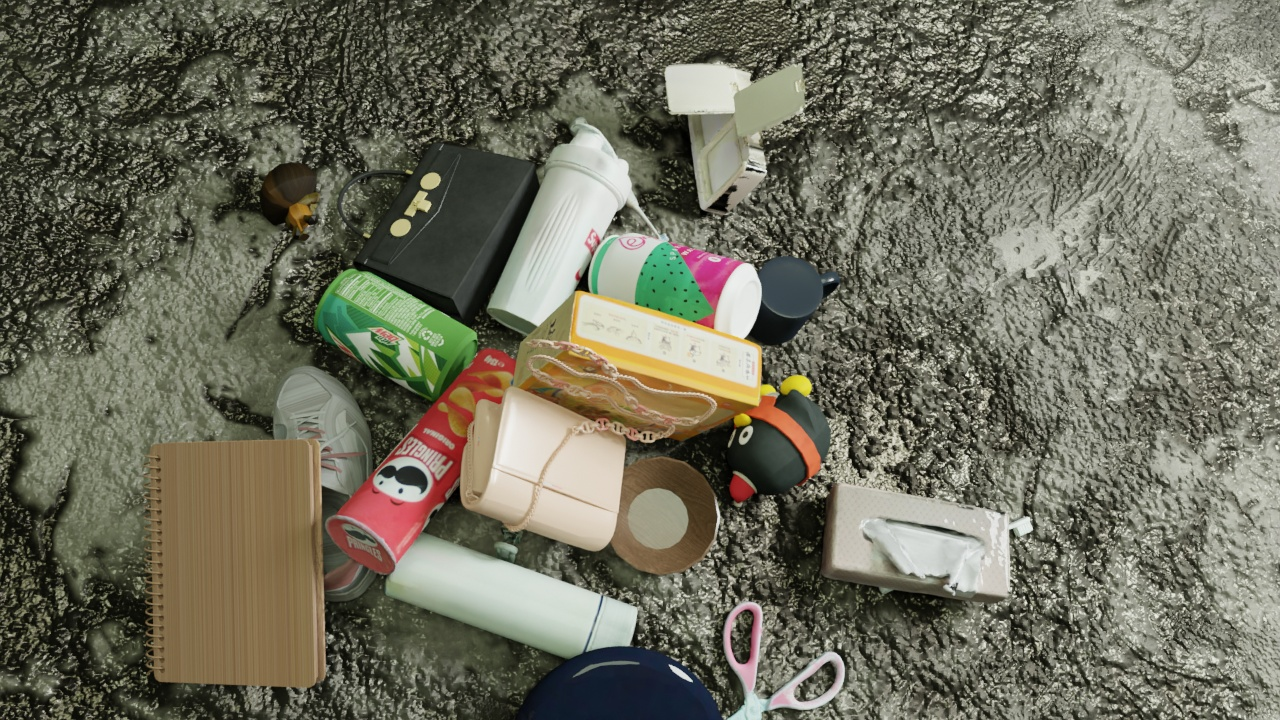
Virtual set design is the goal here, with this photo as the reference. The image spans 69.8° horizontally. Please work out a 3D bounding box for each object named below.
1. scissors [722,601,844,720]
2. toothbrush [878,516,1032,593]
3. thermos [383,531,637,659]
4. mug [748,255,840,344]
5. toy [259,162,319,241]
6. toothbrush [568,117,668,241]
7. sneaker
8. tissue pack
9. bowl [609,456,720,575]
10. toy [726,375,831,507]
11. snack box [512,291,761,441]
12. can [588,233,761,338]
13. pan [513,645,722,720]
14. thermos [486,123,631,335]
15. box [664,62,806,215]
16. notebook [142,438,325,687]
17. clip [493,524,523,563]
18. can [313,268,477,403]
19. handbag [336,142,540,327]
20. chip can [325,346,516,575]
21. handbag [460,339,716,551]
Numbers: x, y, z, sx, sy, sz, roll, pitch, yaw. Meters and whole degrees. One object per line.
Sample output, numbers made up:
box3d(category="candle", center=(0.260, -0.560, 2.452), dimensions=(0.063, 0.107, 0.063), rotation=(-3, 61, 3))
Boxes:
box3d(category="scissors", center=(0.128, 0.324, 0.880), dimensions=(0.158, 0.014, 0.172), rotation=(9, 69, -4))
box3d(category="toothbrush", center=(0.328, 0.203, 0.949), dimensions=(0.186, 0.012, 0.017), rotation=(-20, 78, -14))
box3d(category="thermos", center=(-0.119, 0.225, 0.855), dimensions=(0.230, 0.068, 0.067), rotation=(20, 69, -1))
box3d(category="mug", center=(0.166, -0.069, 0.989), dimensions=(0.105, 0.078, 0.071), rotation=(-19, 74, -14))
box3d(category="toy", center=(-0.363, -0.162, 0.964), dimensions=(0.076, 0.062, 0.100), rotation=(-42, 61, 17))
box3d(category="toothbrush", center=(-0.024, -0.201, 1.042), dimensions=(0.024, 0.022, 0.185), rotation=(-35, 76, 0))
box3d(category="sneaker", center=(-0.302, 0.105, 0.861), dimensions=(0.099, 0.090, 0.236), rotation=(-14, 73, -12))
box3d(category="tissue pack", center=(0.277, 0.185, 0.912), dimensions=(0.181, 0.071, 0.103), rotation=(12, 62, -1))
box3d(category="bowl", center=(0.019, 0.156, 0.916), dimensions=(0.118, 0.030, 0.117), rotation=(2, 70, -6))
box3d(category="toy", center=(0.133, 0.087, 0.920), dimensions=(0.119, 0.098, 0.099), rotation=(-42, 98, -27))
box3d(category="snack box", center=(-0.005, 0.005, 0.878), dimensions=(0.195, 0.145, 0.080), rotation=(16, 65, -23))
box3d(category="can", center=(0.035, -0.074, 0.943), dimensions=(0.166, 0.088, 0.088), rotation=(19, 67, 27))
box3d(category="pan", center=(0.052, 0.385, 0.822), dimensions=(0.356, 0.021, 0.198), rotation=(23, 87, -8))
box3d(category="thermos", center=(-0.084, -0.133, 0.976), dimensions=(0.099, 0.099, 0.220), rotation=(24, 77, 1))
box3d(category="box", center=(0.087, -0.268, 0.975), dimensions=(0.101, 0.195, 0.143), rotation=(7, 63, -28))
box3d(category="notebook", center=(-0.361, 0.176, 0.807), dimensions=(0.169, 0.022, 0.210), rotation=(-2, 88, 12))
box3d(category="clip", center=(-0.125, 0.174, 0.867), dimensions=(0.023, 0.076, 0.047), rotation=(16, 68, -2))
box3d(category="can", center=(-0.244, -0.026, 0.918), dimensions=(0.144, 0.083, 0.083), rotation=(29, 69, 4))
box3d(category="handbag", center=(-0.235, -0.155, 0.987), dimensions=(0.196, 0.072, 0.175), rotation=(22, 69, 12))
box3d(category="chip can", center=(-0.189, 0.086, 0.858), dimensions=(0.073, 0.073, 0.232), rotation=(32, 51, 4))
box3d(category="handbag", center=(-0.056, 0.084, 0.806), dimensions=(0.198, 0.188, 0.116), rotation=(28, 53, -38))
